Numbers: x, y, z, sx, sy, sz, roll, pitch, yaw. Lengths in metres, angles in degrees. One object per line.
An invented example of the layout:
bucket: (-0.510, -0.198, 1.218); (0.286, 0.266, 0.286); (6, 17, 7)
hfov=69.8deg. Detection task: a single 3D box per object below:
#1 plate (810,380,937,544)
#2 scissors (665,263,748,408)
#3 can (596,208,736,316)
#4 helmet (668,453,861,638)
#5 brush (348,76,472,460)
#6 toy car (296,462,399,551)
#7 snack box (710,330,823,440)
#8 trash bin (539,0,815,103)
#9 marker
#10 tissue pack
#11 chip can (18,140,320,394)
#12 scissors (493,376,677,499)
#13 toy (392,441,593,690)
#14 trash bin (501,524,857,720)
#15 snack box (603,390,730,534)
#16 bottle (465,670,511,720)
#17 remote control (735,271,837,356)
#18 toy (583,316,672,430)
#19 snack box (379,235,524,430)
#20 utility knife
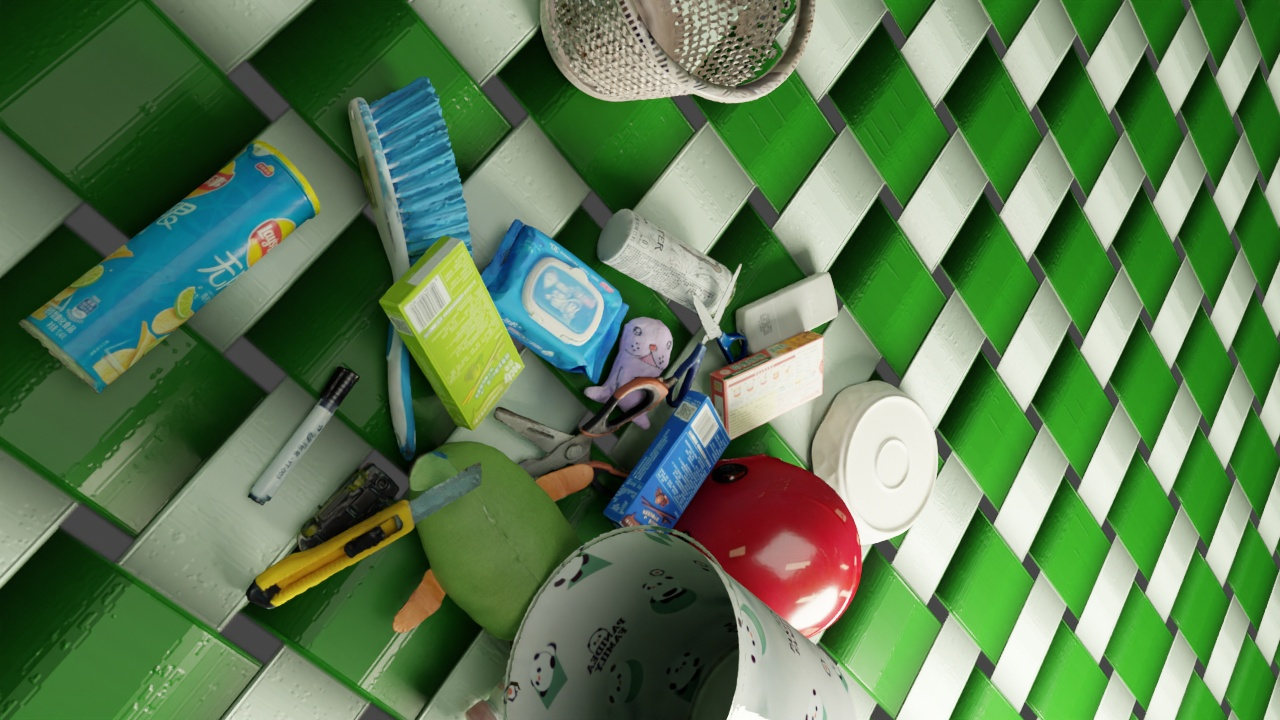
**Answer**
plate: (0.298, 0.127, 1.137); (0.204, 0.046, 0.205); (0, 90, -35)
scissors: (0.073, -0.021, 0.958); (0.162, 0.012, 0.175); (-55, 148, 4)
can: (0.028, -0.098, 0.938); (0.146, 0.058, 0.058); (26, 76, -32)
helmet: (0.136, 0.211, 0.970); (0.239, 0.144, 0.207); (-11, 99, -33)
brush: (-0.194, -0.076, 0.793); (0.109, 0.061, 0.314); (-19, 104, -27)
toy car: (-0.246, 0.129, 0.767); (0.090, 0.035, 0.042); (-49, 114, -18)
snack box: (0.144, 0.027, 1.027); (0.155, 0.027, 0.077); (-22, 121, -32)
trash bin: (0.015, -0.333, 0.843); (0.227, 0.192, 0.227); (-1, 91, -35)
marker: (-0.277, 0.060, 0.755); (0.022, 0.018, 0.130); (47, 65, -34)
tissue pack: (-0.079, -0.053, 0.866); (0.157, 0.052, 0.094); (37, 68, -29)
chip can: (-0.339, -0.072, 0.677); (0.209, 0.071, 0.071); (-49, 116, -24)
scissors: (-0.049, 0.088, 0.897); (0.225, 0.015, 0.189); (-30, 122, -15)
toy: (-0.121, 0.171, 0.822); (0.226, 0.090, 0.247); (-40, 108, -30)
trash bin: (0.050, 0.293, 0.785); (0.252, 0.230, 0.229); (40, 68, -43)
snack box: (0.030, 0.115, 0.924); (0.156, 0.026, 0.084); (-53, 140, -20)
bottle: (-0.072, 0.294, 0.872); (0.196, 0.068, 0.068); (-28, 106, -28)
remote control: (0.170, -0.054, 1.059); (0.149, 0.021, 0.058); (-24, 107, -32)
toy: (-0.005, 0.005, 0.928); (0.084, 0.039, 0.108); (29, 80, -29)
snack box: (-0.156, -0.021, 0.788); (0.085, 0.026, 0.156); (-55, 143, -30)
utility knife: (-0.219, 0.139, 0.731); (0.219, 0.015, 0.033); (-29, 111, 2)
